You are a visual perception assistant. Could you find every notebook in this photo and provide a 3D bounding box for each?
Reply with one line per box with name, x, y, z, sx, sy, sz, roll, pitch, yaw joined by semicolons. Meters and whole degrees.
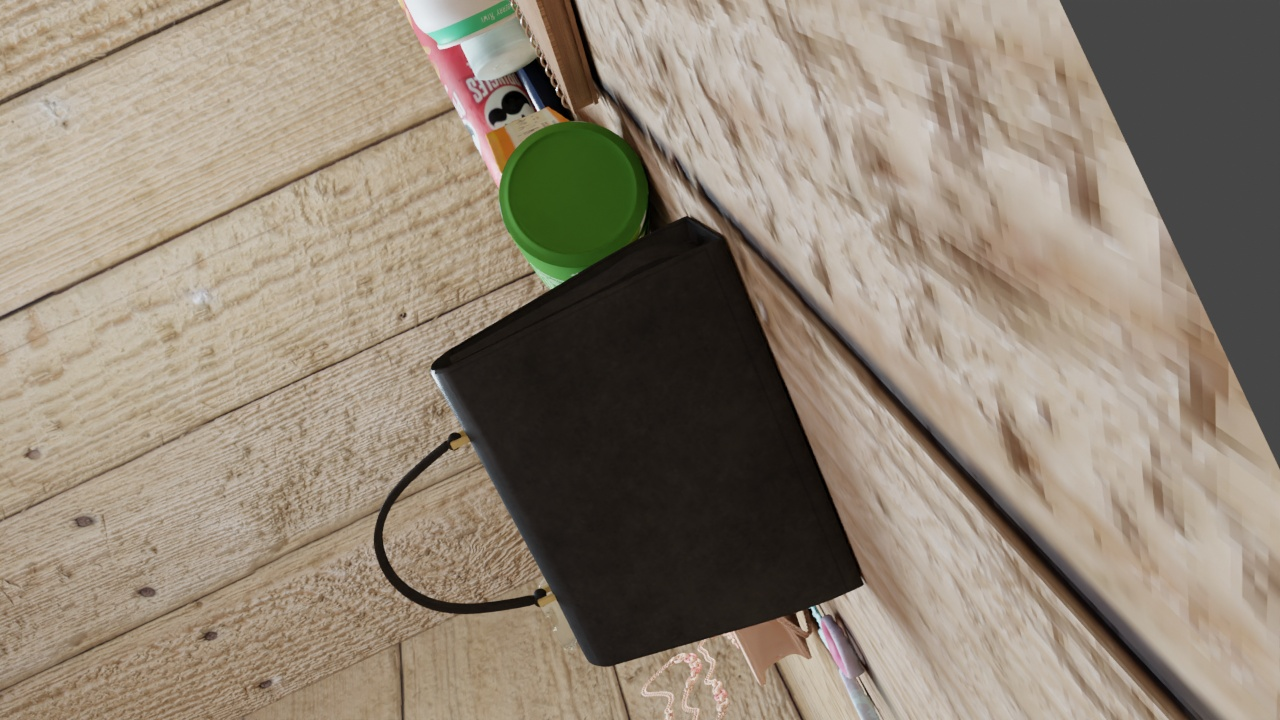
notebook;-0.083;-0.263;0.528;0.169;0.022;0.210;70;174;-63

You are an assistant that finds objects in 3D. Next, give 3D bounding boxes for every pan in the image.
pan;-0.054;-0.177;0.922;0.356;0.021;0.199;61;176;7

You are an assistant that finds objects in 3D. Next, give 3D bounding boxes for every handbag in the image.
handbag;0.049;0.233;0.816;0.116;0.187;0.198;58;-176;-3
handbag;-0.026;0.059;0.422;0.072;0.196;0.176;-118;3;-72

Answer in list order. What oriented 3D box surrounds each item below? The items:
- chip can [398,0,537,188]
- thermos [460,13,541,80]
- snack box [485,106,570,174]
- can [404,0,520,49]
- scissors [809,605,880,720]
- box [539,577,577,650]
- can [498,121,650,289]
chip can;-0.154;-0.272;0.863;0.233;0.073;0.073;62;179;1
thermos;-0.161;-0.361;0.793;0.068;0.068;0.230;-132;16;-86
snack box;-0.056;-0.120;0.747;0.195;0.080;0.145;-120;6;-65
can;-0.154;-0.325;0.676;0.088;0.088;0.166;-118;3;-63
scissors;0.146;0.223;0.645;0.172;0.014;0.158;78;168;-82
box;-0.019;0.115;0.724;0.101;0.193;0.143;7;123;61
can;-0.035;-0.085;0.568;0.144;0.083;0.083;77;167;-84
